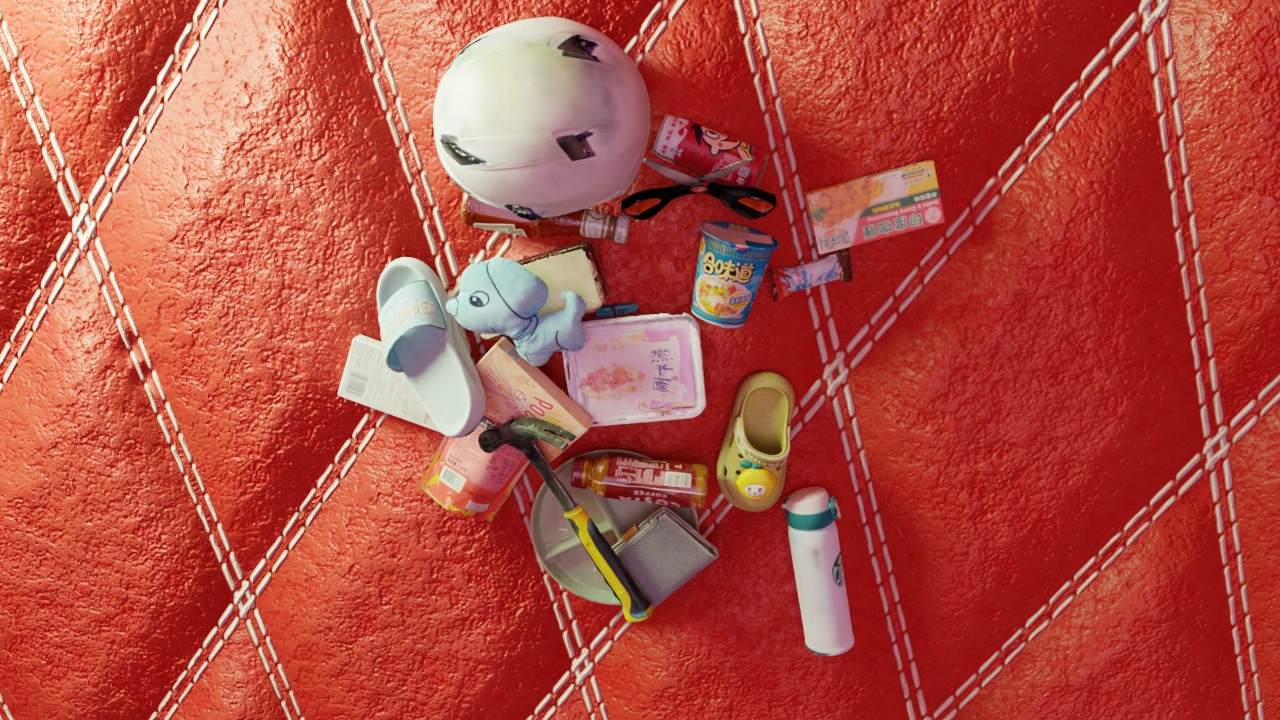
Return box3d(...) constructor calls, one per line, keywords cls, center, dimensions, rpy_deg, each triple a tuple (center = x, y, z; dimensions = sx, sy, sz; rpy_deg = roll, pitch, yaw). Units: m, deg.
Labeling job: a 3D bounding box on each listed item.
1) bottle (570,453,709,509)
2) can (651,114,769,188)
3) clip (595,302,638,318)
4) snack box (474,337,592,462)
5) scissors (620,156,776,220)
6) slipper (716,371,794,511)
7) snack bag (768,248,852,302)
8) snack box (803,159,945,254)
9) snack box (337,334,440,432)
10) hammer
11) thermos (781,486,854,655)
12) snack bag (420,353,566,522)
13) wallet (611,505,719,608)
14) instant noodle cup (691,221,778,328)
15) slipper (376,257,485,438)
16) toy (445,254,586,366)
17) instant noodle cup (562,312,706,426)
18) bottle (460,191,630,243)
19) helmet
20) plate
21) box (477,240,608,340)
box3d(cls="bottle", center=(-0.001, 0.154, 1.184), dimensions=(0.175, 0.057, 0.057), rpy_deg=(7, 105, 2))
box3d(cls="can", center=(0.083, -0.249, 1.101), dimensions=(0.133, 0.053, 0.053), rpy_deg=(21, 105, -2))
box3d(cls="clip", center=(-0.030, -0.065, 1.176), dimensions=(0.057, 0.046, 0.014), rpy_deg=(-6, 103, 4))
box3d(cls="snack box", center=(-0.144, 0.052, 1.158), dimensions=(0.157, 0.026, 0.085), rpy_deg=(44, 120, -8))
box3d(cls="scissors", center=(0.072, -0.194, 1.062), dimensions=(0.220, 0.231, 0.021), rpy_deg=(5, 80, -33))
box3d(cls="slipper", center=(0.150, 0.110, 1.181), dimensions=(0.091, 0.081, 0.191), rpy_deg=(9, 103, 4))
box3d(cls="snack bag", center=(0.212, -0.107, 1.146), dimensions=(0.104, 0.026, 0.048), rpy_deg=(-12, 116, 7))
box3d(cls="snack box", center=(0.284, -0.187, 1.119), dimensions=(0.156, 0.027, 0.077), rpy_deg=(-14, 105, 7))
box3d(cls="snack box", center=(-0.314, 0.032, 1.215), dimensions=(0.157, 0.026, 0.085), rpy_deg=(20, 105, -2))
box3d(cls="hammer", center=(-0.076, 0.208, 1.177), dimensions=(0.126, 0.031, 0.323), rpy_deg=(-20, 109, 37))
box3d(cls="thermos", center=(0.241, 0.279, 1.226), dimensions=(0.073, 0.073, 0.224), rpy_deg=(-9, 104, 6))
box3d(cls="snack bag", center=(-0.198, 0.106, 1.213), dimensions=(0.128, 0.073, 0.208), rpy_deg=(27, 98, -8))
box3d(cls="wallet", center=(0.023, 0.259, 1.221), dimensions=(0.106, 0.036, 0.130), rpy_deg=(43, 115, -7))
box3d(cls="instant noodle cup", center=(0.107, -0.103, 1.123), dimensions=(0.099, 0.099, 0.110), rpy_deg=(13, 113, 0))
box3d(cls="slipper", center=(-0.273, -0.013, 1.139), dimensions=(0.104, 0.074, 0.245), rpy_deg=(-38, 72, 28))
box3d(cls="toy", center=(-0.149, -0.064, 1.098), dimensions=(0.161, 0.049, 0.156), rpy_deg=(-20, 103, 11))
box3d(cls="instant noodle cup", center=(-0.007, 0.007, 1.173), dimensions=(0.173, 0.060, 0.138), rpy_deg=(-6, 104, 4))
box3d(cls="bottle", center=(-0.116, -0.178, 1.131), dimensions=(0.206, 0.059, 0.060), rpy_deg=(10, 105, 1))
box3d(cls="helmet", center=(-0.119, -0.280, 1.031), dimensions=(0.259, 0.146, 0.229), rpy_deg=(2, 88, 1))
box3d(cls="plate", center=(-0.035, 0.226, 1.250), dimensions=(0.230, 0.027, 0.230), rpy_deg=(1, 106, 3))
box3d(cls="box", center=(-0.130, -0.084, 1.147), dimensions=(0.168, 0.077, 0.091), rpy_deg=(-16, 103, 8))
